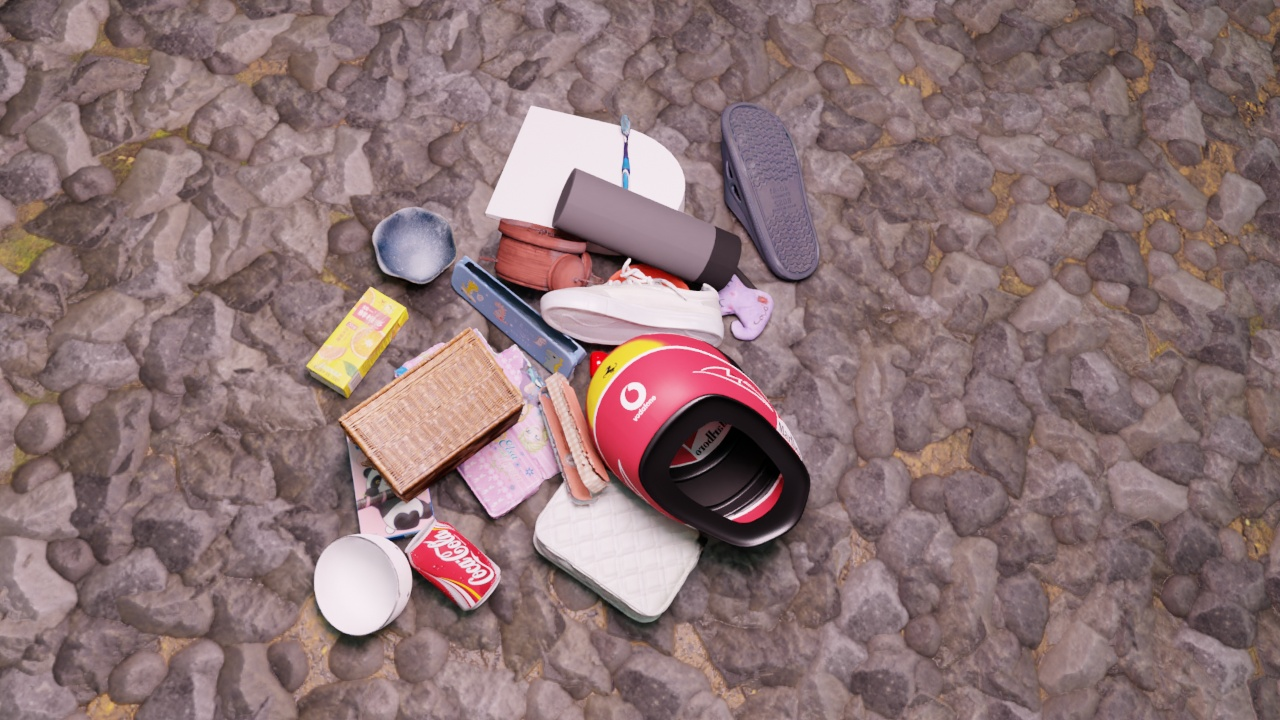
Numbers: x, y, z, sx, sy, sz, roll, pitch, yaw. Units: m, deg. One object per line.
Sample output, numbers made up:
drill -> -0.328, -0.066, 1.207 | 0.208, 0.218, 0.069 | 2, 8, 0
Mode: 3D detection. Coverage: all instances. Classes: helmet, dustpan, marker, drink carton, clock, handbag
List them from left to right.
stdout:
drink carton -> -0.360, -0.025, 1.175 | 0.058, 0.043, 0.134 | 31, 68, 3
clock -> -0.122, -0.133, 1.209 | 0.158, 0.120, 0.072 | 18, 103, 6
dustpan -> -0.065, -0.247, 1.319 | 0.258, 0.053, 0.191 | 15, 68, 8
handbag -> -0.029, 0.221, 1.129 | 0.195, 0.073, 0.138 | 35, 60, 4
helmet -> 0.056, 0.081, 1.115 | 0.271, 0.224, 0.198 | 38, 97, -26
marker -> 0.125, -0.140, 1.312 | 0.021, 0.017, 0.124 | -38, 82, -19

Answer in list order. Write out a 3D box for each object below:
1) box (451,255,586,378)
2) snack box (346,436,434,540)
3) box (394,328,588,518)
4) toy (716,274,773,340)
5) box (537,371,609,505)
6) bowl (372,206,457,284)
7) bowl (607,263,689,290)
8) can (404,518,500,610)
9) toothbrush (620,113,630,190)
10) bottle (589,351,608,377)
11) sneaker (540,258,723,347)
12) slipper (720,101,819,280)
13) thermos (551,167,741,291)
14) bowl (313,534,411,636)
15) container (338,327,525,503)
box -> -0.167, -0.053, 1.208 | 0.210, 0.068, 0.059 | 38, 84, 5
snack box -> -0.307, 0.143, 1.128 | 0.088, 0.033, 0.154 | -10, 72, -13
box -> -0.187, 0.067, 1.176 | 0.159, 0.035, 0.230 | -34, 80, -18
toy -> 0.133, -0.075, 1.280 | 0.099, 0.036, 0.080 | 25, 85, -1
box -> -0.087, 0.098, 1.138 | 0.064, 0.056, 0.188 | -40, 45, 18
bowl -> -0.298, -0.144, 1.222 | 0.110, 0.055, 0.110 | 3, 70, -8
bowl -> 0.007, -0.064, 1.249 | 0.130, 0.045, 0.130 | 3, 70, -9
can -> -0.221, 0.240, 1.080 | 0.105, 0.064, 0.064 | 44, 68, -10
toothbrush -> -0.022, -0.265, 1.284 | 0.016, 0.017, 0.188 | -4, 68, 9
bottle -> -0.007, 0.007, 1.226 | 0.119, 0.036, 0.036 | 1, 70, -10
sneaker -> -0.010, -0.075, 1.183 | 0.242, 0.090, 0.090 | 7, 65, -14
slipper -> 0.180, -0.241, 1.333 | 0.110, 0.083, 0.268 | -20, 93, -24
thermos -> 0.010, -0.170, 1.213 | 0.240, 0.082, 0.082 | 20, 68, -16
bowl -> -0.312, 0.254, 1.060 | 0.113, 0.063, 0.113 | 0, 90, 19
container -> -0.242, 0.068, 1.087 | 0.198, 0.114, 0.112 | -37, 85, -17
